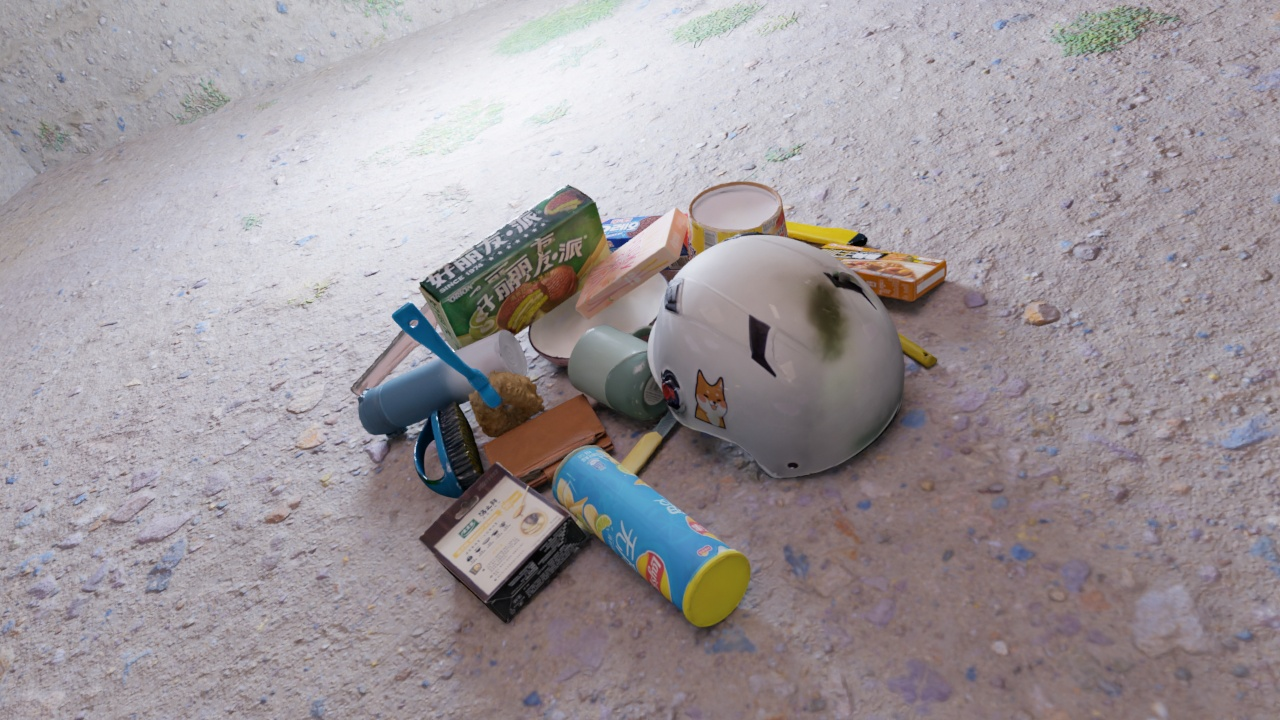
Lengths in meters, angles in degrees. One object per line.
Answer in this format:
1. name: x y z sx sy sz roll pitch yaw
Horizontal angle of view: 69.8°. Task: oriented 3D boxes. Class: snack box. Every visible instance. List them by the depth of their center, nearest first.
1. snack box: -0.137 0.176 0.905 0.113 0.053 0.126 -45 40 -19
2. snack box: 0.263 -0.104 1.053 0.154 0.026 0.075 17 34 42
3. snack box: -0.011 -0.117 1.119 0.158 0.026 0.084 -32 27 35
4. snack box: -0.151 -0.110 1.159 0.239 0.115 0.063 -36 50 -19
5. snack box: 0.005 -0.157 1.237 0.208 0.057 0.058 5 44 47

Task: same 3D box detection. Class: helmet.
1. helmet: 0.129 -0.031 0.892 0.229 0.157 0.274 -36 60 -20

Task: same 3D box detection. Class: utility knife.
1. utility knife: -0.007 0.107 0.956 0.031 0.022 0.211 13 56 39
2. utility knife: 0.220 -0.164 1.182 0.033 0.015 0.171 -36 36 -27

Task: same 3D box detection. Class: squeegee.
1. squeegee: -0.234 0.003 1.203 0.247 0.040 0.250 -50 47 -9

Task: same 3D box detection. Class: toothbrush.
1. toothbrush: 0.256 -0.042 1.002 0.015 0.017 0.190 -29 36 -9

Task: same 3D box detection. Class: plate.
1. plate: -0.048 -0.052 1.167 0.192 0.039 0.192 -16 36 12

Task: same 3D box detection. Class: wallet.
1. wallet: -0.104 0.095 1.017 0.131 0.031 0.108 -28 32 -7

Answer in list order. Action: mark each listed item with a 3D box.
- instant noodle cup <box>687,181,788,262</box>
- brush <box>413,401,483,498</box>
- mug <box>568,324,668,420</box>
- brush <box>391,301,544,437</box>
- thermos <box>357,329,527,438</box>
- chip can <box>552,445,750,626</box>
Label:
1. instant noodle cup: 0.114 -0.138 1.080 0.138 0.110 0.137 -6 41 5
2. brush: -0.222 0.107 1.047 0.073 0.055 0.143 -26 36 -5
3. mug: -0.006 0.006 1.026 0.106 0.082 0.111 24 58 40
4. brush: -0.185 0.013 0.993 0.083 0.255 0.046 -36 53 2
5. thermos: -0.245 0.032 1.120 0.221 0.070 0.070 -23 34 18
6. chip can: 0.004 0.153 0.835 0.071 0.071 0.210 -38 42 -19
